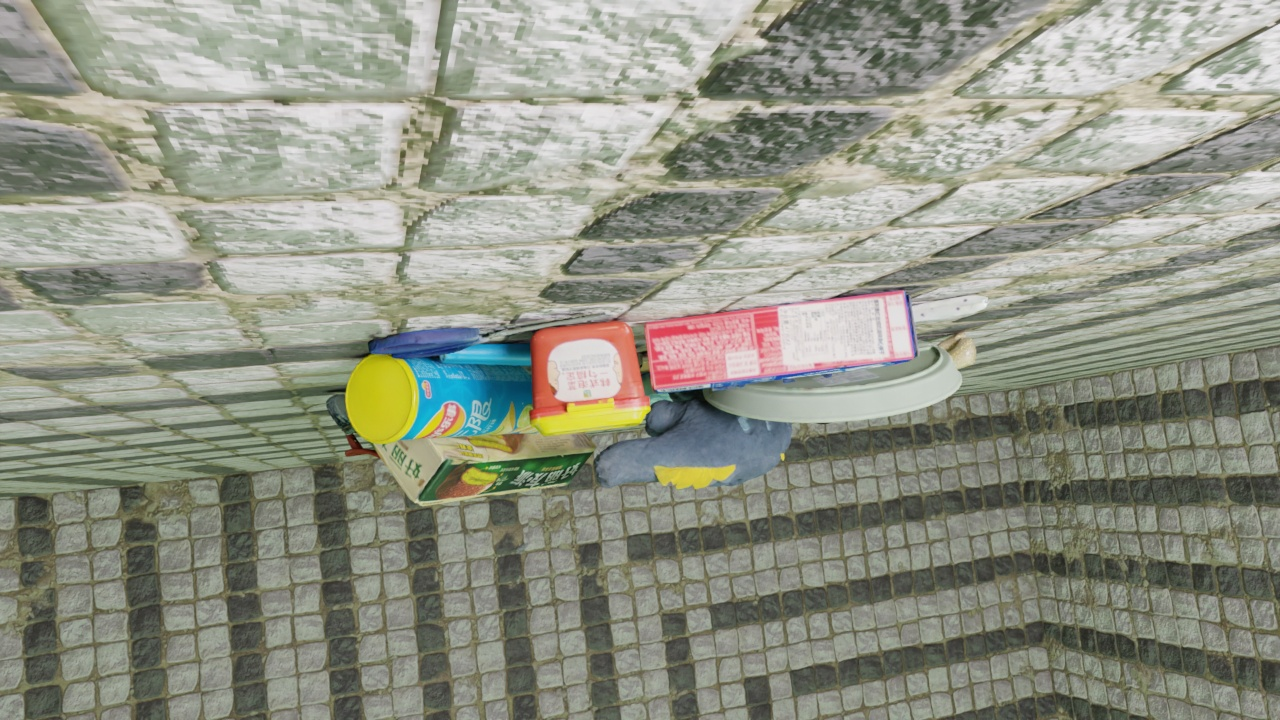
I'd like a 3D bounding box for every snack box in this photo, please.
[{"bbox_3d":[-0.156,0.074,0.920,0.063,0.114,0.239,-52,155,19],"label":"snack box"},{"bbox_3d":[0.109,-0.012,0.732,0.207,0.058,0.057,-7,174,4],"label":"snack box"},{"bbox_3d":[-0.042,0.014,0.701,0.091,0.080,0.082,-6,175,-5],"label":"snack box"}]

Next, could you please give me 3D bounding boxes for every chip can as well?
[{"bbox_3d":[-0.153,0.033,0.797,0.071,0.071,0.210,-10,173,27],"label":"chip can"}]

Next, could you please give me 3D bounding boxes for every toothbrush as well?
[{"bbox_3d":[0.215,-0.036,0.825,0.188,0.016,0.017,-10,-179,29],"label":"toothbrush"}]

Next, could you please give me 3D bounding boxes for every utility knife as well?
[{"bbox_3d":[-0.104,-0.006,0.750,0.160,0.018,0.034,0,167,-36],"label":"utility knife"}]

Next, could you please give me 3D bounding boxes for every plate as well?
[{"bbox_3d":[0.170,0.009,0.834,0.230,0.027,0.230,-7,-166,1],"label":"plate"}]

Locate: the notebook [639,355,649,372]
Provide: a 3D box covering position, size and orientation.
[{"bbox_3d":[-0.006,0.006,0.986,0.212,0.012,0.149,-8,175,10],"label":"notebook"}]

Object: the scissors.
[{"bbox_3d":[-0.109,-0.020,0.642,0.174,0.012,0.126,-13,172,35],"label":"scissors"}]

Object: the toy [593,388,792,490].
[{"bbox_3d":[0.078,0.062,0.897,0.138,0.091,0.355,12,-162,18],"label":"toy"}]

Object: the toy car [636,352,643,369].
[{"bbox_3d":[-0.040,0.007,0.854,0.090,0.035,0.042,-6,175,-25],"label":"toy car"}]

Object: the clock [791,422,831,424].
[{"bbox_3d":[0.196,0.021,0.981,0.055,0.081,0.122,25,139,-31],"label":"clock"}]

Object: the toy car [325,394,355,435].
[{"bbox_3d":[-0.287,0.051,0.956,0.034,0.043,0.090,-38,165,19],"label":"toy car"}]

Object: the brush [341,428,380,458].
[{"bbox_3d":[-0.276,0.081,1.031,0.146,0.069,0.063,-1,170,25],"label":"brush"}]

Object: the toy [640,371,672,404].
[{"bbox_3d":[0.014,0.036,1.078,0.156,0.050,0.161,5,-172,22],"label":"toy"}]

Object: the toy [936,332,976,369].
[{"bbox_3d":[0.317,0.000,1.094,0.157,0.066,0.105,-12,-145,12],"label":"toy"}]
